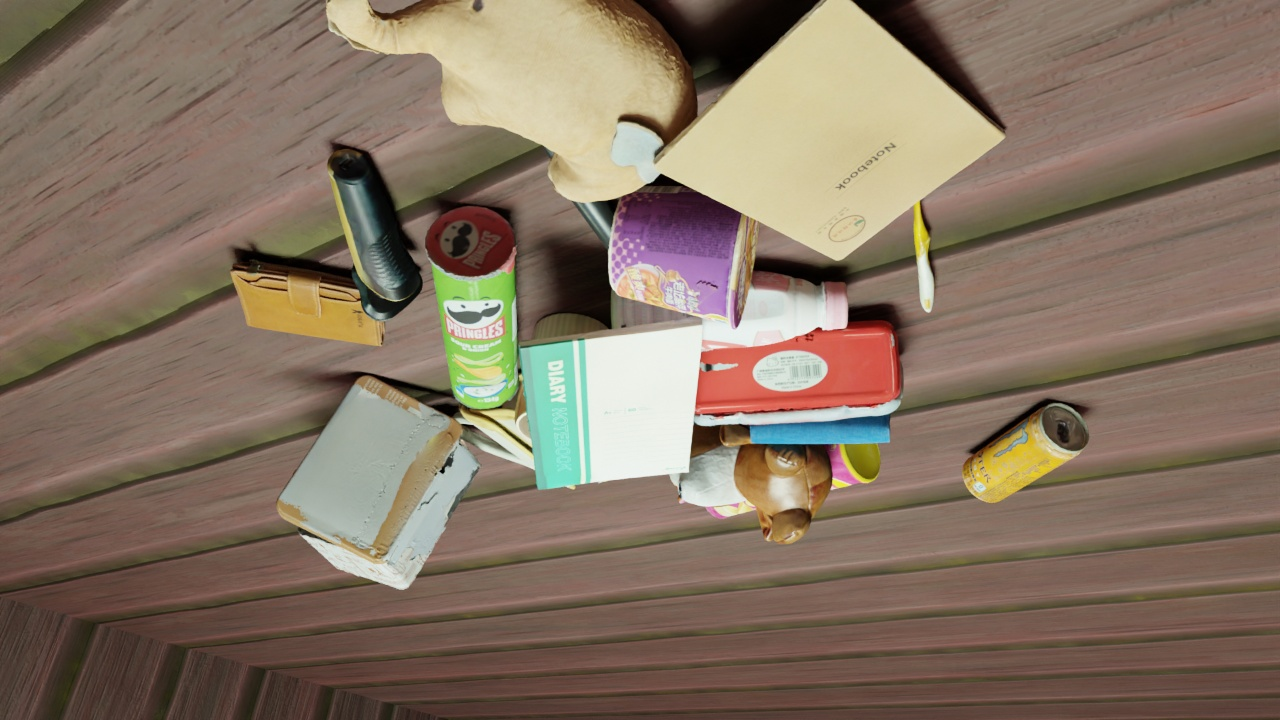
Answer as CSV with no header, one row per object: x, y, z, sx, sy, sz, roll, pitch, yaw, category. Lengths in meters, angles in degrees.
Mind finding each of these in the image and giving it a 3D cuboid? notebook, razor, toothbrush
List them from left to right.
-0.223,-0.103,0.755,0.067,0.062,0.168,31,150,20,razor
-0.044,-0.131,0.693,0.027,0.026,0.212,-3,149,26,toothbrush
-0.025,0.045,0.809,0.150,0.012,0.209,-7,140,-7,notebook
0.127,-0.137,0.591,0.207,0.008,0.148,16,136,-43,notebook
0.225,-0.094,0.721,0.018,0.016,0.191,-12,145,13,toothbrush

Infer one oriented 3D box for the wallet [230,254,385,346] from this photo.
-0.310,-0.057,0.863,0.130,0.035,0.119,9,155,-7,wallet

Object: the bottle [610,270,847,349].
0.075,-0.043,0.784,0.197,0.068,0.068,-1,149,7,bottle

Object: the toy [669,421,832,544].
0.100,0.122,0.978,0.130,0.140,0.200,-21,-157,-38,toy

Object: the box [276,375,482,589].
-0.291,0.129,1.004,0.151,0.181,0.168,5,142,34,box

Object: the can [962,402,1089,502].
0.406,0.101,0.977,0.058,0.058,0.146,12,149,-10,can

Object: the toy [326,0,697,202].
-0.068,-0.183,0.556,0.226,0.082,0.144,28,127,-28,toy

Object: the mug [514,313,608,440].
-0.080,0.024,0.884,0.081,0.105,0.115,27,144,-32,mug

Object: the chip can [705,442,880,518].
0.165,0.127,1.051,0.071,0.071,0.211,29,142,-35,chip can

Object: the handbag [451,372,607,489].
-0.134,0.090,1.041,0.179,0.063,0.163,-12,138,39,handbag

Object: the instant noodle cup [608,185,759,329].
0.033,-0.083,0.689,0.099,0.111,0.112,7,151,12,instant noodle cup

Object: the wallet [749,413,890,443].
0.178,0.052,0.904,0.133,0.106,0.040,-1,112,14,wallet

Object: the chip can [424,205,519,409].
-0.144,-0.037,0.825,0.072,0.072,0.236,7,150,-2,chip can

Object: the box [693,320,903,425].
0.145,0.012,0.875,0.202,0.095,0.099,-5,-176,19,box

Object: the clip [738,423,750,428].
0.116,0.061,1.004,0.057,0.028,0.024,11,148,9,clip
